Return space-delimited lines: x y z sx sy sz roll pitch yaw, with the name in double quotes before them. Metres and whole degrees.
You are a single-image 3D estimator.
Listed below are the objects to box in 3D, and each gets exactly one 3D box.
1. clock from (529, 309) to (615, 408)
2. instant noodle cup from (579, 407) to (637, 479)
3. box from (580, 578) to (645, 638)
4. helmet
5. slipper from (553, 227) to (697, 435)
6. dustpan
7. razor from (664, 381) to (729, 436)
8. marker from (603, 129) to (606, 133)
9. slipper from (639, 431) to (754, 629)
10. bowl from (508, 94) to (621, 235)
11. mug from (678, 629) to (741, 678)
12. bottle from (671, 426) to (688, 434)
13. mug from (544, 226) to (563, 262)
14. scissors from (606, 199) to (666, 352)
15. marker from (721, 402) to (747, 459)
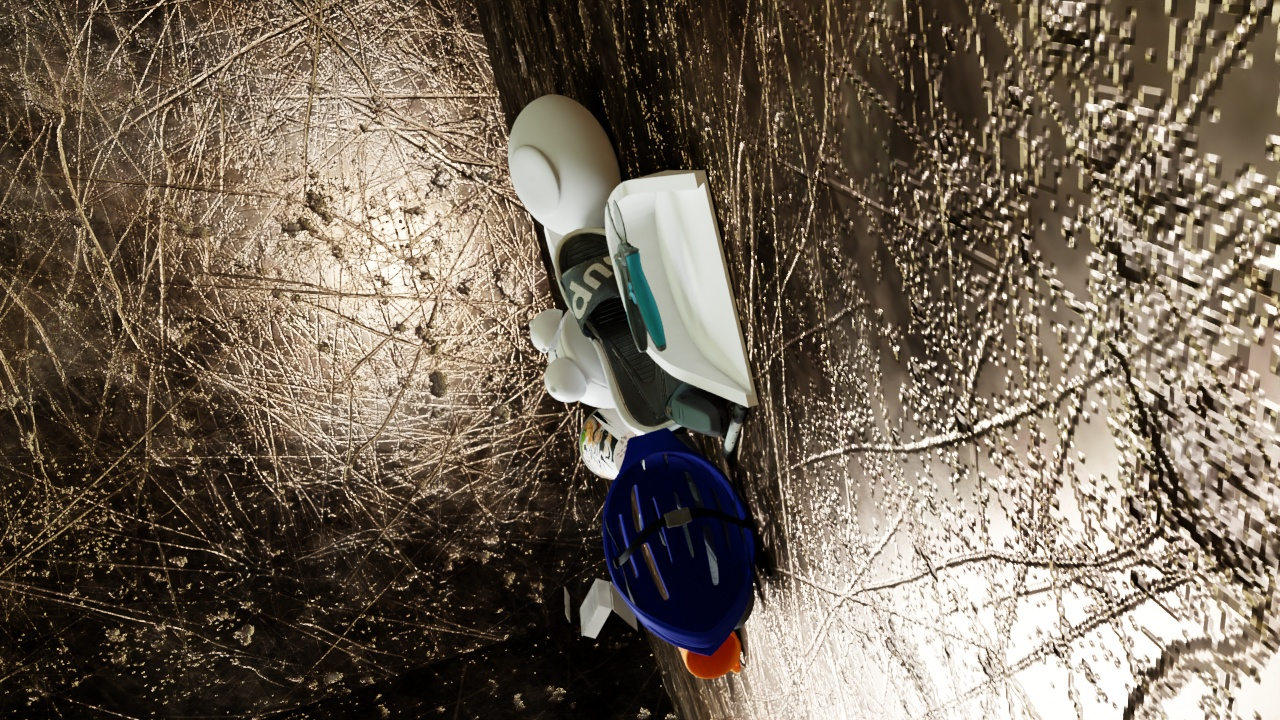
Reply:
"clock" -0.046 -0.006 1.068 0.073 0.160 0.125 -53 49 49
"instant noodle cup" -0.017 0.132 1.390 0.122 0.123 0.123 -163 56 -71
"box" -0.097 1.000 3.628 0.166 0.231 0.169 -103 36 -63
"helmet" 0.042 0.187 0.882 0.228 0.148 0.241 165 89 -87
"slipper" -0.017 -0.045 0.993 0.063 0.111 0.263 66 -177 -71
"dustpan" 0.023 -0.072 0.839 0.257 0.053 0.191 -133 28 -74
"razor" 0.058 0.048 0.863 0.143 0.052 0.047 -160 64 -77
"marker" -0.039 -0.212 1.123 0.020 0.020 0.142 -117 13 -56
"slipper" 0.038 0.188 1.056 0.111 0.083 0.268 -60 44 40
"bowl" -0.106 -0.225 1.109 0.177 0.066 0.177 30 136 33
"mug" 0.097 0.381 1.255 0.112 0.078 0.096 43 -174 -23
"bottle" 0.028 0.046 1.101 0.143 0.043 0.043 -123 18 -66
"mug" -0.086 -0.177 1.285 0.081 0.087 0.114 176 77 -83
"scissors" -0.005 -0.070 0.863 0.126 0.019 0.154 97 150 -50
"marker" 0.086 0.065 0.842 0.152 0.011 0.011 90 162 -67
